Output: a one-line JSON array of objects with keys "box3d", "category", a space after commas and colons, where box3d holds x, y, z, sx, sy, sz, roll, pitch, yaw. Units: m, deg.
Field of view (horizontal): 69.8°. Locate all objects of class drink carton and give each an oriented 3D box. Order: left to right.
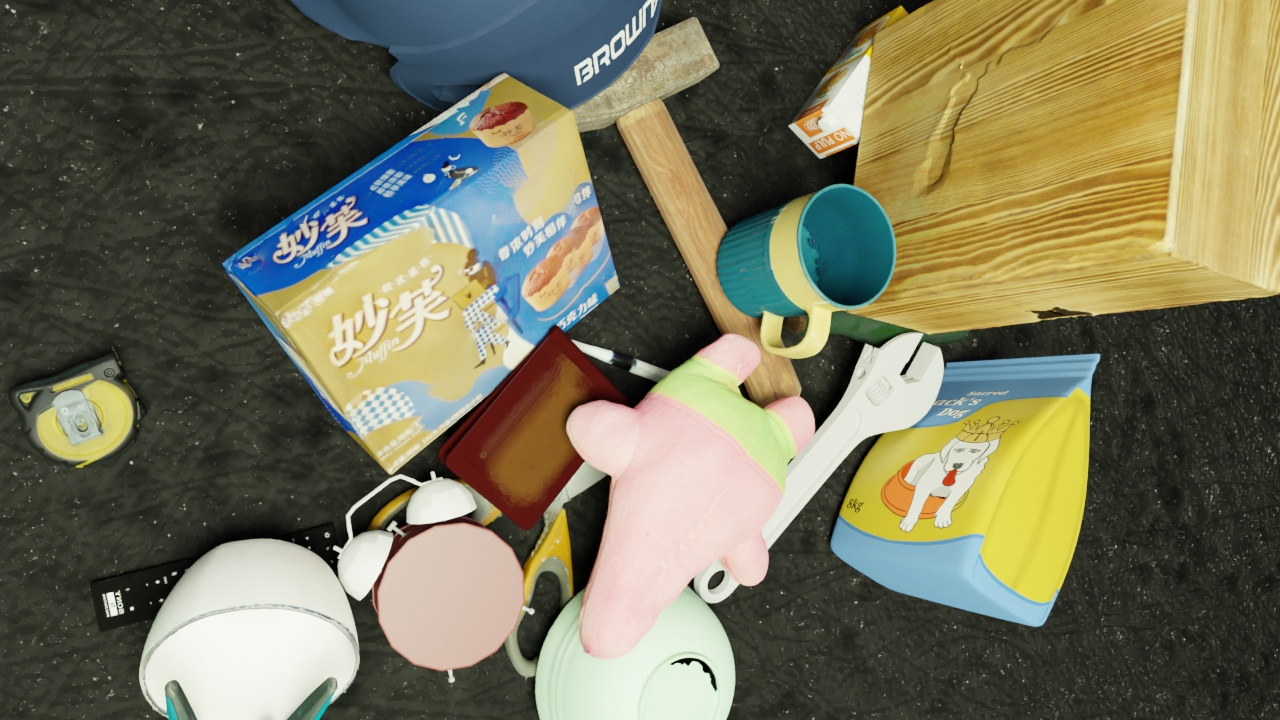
[{"box3d": [0.178, -0.225, 0.753, 0.040, 0.059, 0.122, 41, 73, -17], "category": "drink carton"}]

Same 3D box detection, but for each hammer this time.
[{"box3d": [0.041, -0.091, 0.699, 0.157, 0.037, 0.301, -32, 100, -22], "category": "hammer"}]

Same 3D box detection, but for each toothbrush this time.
[{"box3d": [-0.004, 0.004, 0.686, 0.186, 0.017, 0.012, 21, 83, -22], "category": "toothbrush"}]

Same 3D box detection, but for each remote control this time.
[{"box3d": [-0.261, 0.134, 0.572, 0.139, 0.009, 0.030, -11, 92, -24], "category": "remote control"}]

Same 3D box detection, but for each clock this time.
[{"box3d": [-0.131, 0.137, 0.589, 0.096, 0.048, 0.137, -38, 103, -17], "category": "clock"}]

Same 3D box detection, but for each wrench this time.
[{"box3d": [0.143, 0.087, 0.725, 0.273, 0.018, 0.086, -49, 124, -6], "category": "wrench"}]

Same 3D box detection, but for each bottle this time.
[{"box3d": [0.192, -0.036, 0.746, 0.173, 0.055, 0.055, -5, 90, -29], "category": "bottle"}]

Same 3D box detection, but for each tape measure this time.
[{"box3d": [-0.324, 0.032, 0.535, 0.061, 0.034, 0.061, -28, 101, -22], "category": "tape measure"}]

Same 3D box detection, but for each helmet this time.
[{"box3d": [-0.118, -0.298, 0.564, 0.272, 0.223, 0.232, 20, 76, 16], "category": "helmet"}]

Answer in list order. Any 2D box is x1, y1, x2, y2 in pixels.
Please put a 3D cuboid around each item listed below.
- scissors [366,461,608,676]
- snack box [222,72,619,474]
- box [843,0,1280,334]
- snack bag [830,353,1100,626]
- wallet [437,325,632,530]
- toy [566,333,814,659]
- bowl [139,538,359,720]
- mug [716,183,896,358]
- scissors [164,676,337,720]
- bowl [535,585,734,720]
[{"box3d": [-0.085, 0.103, 0.647, 0.216, 0.016, 0.225, 19, 80, -22], "category": "scissors"}, {"box3d": [-0.119, -0.052, 0.566, 0.202, 0.069, 0.155, -41, 145, -20], "category": "snack box"}, {"box3d": [0.363, -0.156, 0.649, 0.323, 0.280, 0.283, 10, 83, -22], "category": "box"}, {"box3d": [0.262, 0.086, 0.724, 0.102, 0.159, 0.205, 33, 74, -21], "category": "snack bag"}, {"box3d": [-0.067, 0.047, 0.617, 0.115, 0.018, 0.091, -48, 124, -10], "category": "wallet"}, {"box3d": [0.028, 0.096, 0.621, 0.192, 0.097, 0.236, 44, 64, -20], "category": "toy"}, {"box3d": [-0.225, 0.156, 0.537, 0.116, 0.065, 0.116, -10, 130, -13], "category": "bowl"}, {"box3d": [0.110, -0.058, 0.649, 0.083, 0.107, 0.113, 14, 81, -27], "category": "mug"}, {"box3d": [-0.237, 0.222, 0.528, 0.154, 0.019, 0.124, -39, 129, 10], "category": "scissors"}, {"box3d": [0.009, 0.227, 0.643, 0.150, 0.077, 0.151, -1, 92, -31], "category": "bowl"}]
